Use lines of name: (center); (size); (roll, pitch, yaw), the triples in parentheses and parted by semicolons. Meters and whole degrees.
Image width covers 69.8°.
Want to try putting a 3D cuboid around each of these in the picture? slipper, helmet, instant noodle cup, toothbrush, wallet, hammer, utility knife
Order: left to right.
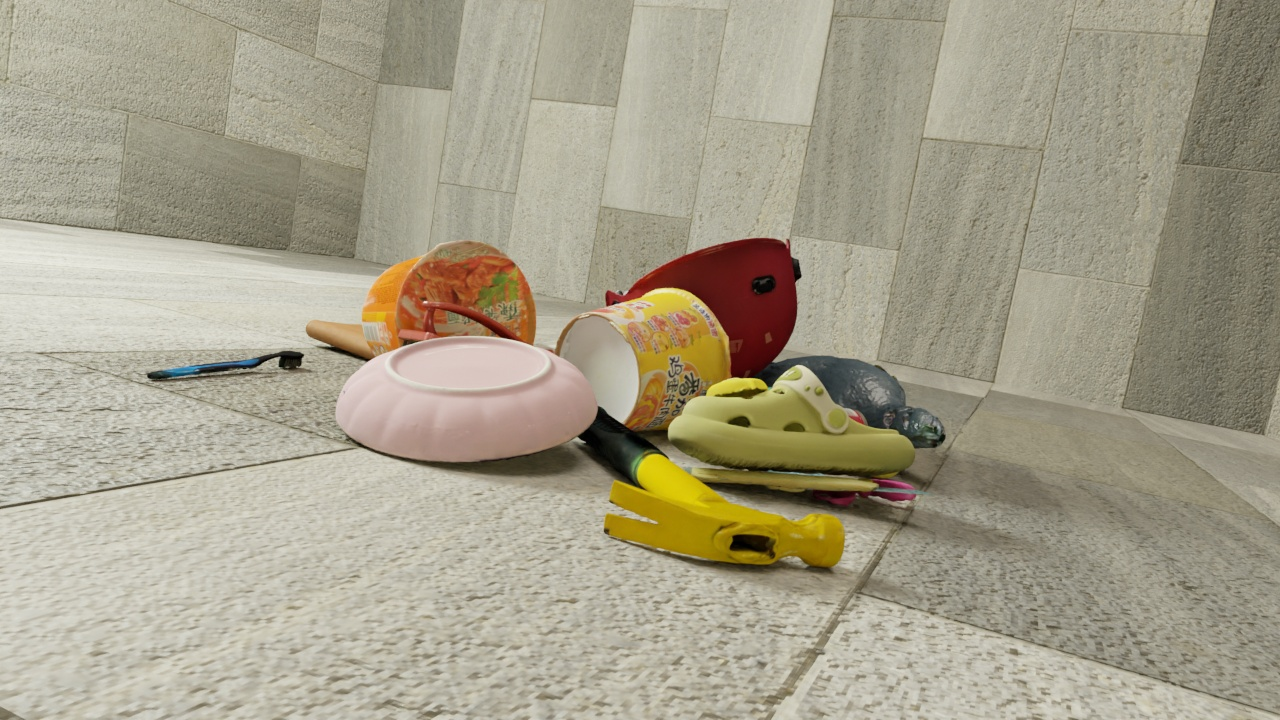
toothbrush: (-0.356, 0.006, 0.803); (0.014, 0.016, 0.189); (21, 11, 13)
wallet: (-0.298, -0.019, 1.064); (0.131, 0.035, 0.118); (16, 11, 30)
instant noodle cup: (-0.195, -0.040, 0.901); (0.151, 0.151, 0.112); (5, -1, -40)
instant noodle cup: (-0.005, 0.005, 0.837); (0.138, 0.138, 0.109); (15, 16, 39)
hammer: (0.008, 0.075, 0.627); (0.128, 0.033, 0.301); (9, 6, -21)
helmet: (0.077, -0.040, 0.974); (0.207, 0.144, 0.240); (-17, -1, -6)
slipper: (0.116, 0.047, 0.707); (0.190, 0.081, 0.092); (7, -15, -5)
utility knife: (0.119, 0.089, 0.680); (0.190, 0.020, 0.031); (-1, 4, 8)

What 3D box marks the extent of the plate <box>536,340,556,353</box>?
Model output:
plate: (-0.064, -0.001, 1.250); (0.162, 0.034, 0.265); (11, 6, 14)

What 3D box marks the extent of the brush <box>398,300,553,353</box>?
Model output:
brush: (-0.141, -0.003, 0.829); (0.145, 0.069, 0.063); (23, -9, -37)

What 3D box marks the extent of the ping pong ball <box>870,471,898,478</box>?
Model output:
ping pong ball: (0.218, 0.087, 0.828); (0.040, 0.040, 0.040); (10, 6, -1)

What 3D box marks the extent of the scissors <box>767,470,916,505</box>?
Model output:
scissors: (0.150, 0.099, 0.735); (0.133, 0.017, 0.130); (8, 7, 24)

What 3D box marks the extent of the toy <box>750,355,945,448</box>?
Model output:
toy: (0.202, 0.044, 0.989); (0.137, 0.091, 0.357); (-8, 12, -33)

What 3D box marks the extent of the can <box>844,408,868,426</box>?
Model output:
can: (0.141, 0.065, 0.843); (0.132, 0.053, 0.053); (7, 7, -25)

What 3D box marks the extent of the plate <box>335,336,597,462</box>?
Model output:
plate: (-0.127, 0.018, 0.683); (0.192, 0.039, 0.192); (3, 19, -1)
